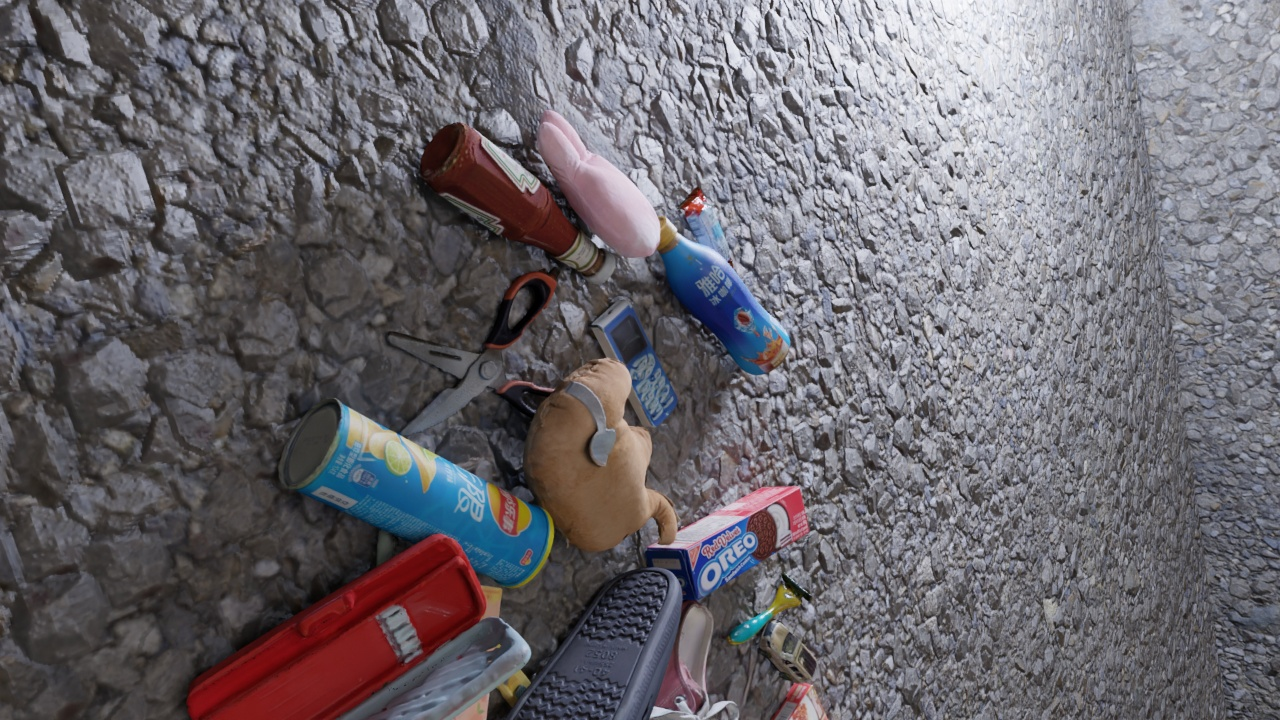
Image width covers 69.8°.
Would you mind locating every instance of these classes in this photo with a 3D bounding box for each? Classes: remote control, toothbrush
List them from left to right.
[{"bbox_3d":[-0.193,0.223,0.695,0.029,0.020,0.189,42,47,-82],"label":"toothbrush"},{"bbox_3d":[-0.005,0.005,0.900,0.048,0.024,0.125,-45,119,-38],"label":"remote control"}]

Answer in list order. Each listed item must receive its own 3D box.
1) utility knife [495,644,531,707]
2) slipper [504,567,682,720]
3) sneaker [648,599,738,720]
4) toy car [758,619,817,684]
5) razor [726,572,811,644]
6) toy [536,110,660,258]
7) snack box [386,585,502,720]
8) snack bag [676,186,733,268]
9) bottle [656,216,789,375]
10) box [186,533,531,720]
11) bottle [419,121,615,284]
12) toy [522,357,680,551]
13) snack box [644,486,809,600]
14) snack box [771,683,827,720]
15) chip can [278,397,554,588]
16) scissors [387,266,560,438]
[{"bbox_3d":[-0.110,0.280,0.784,0.179,0.019,0.030,56,45,-21],"label":"utility knife"},{"bbox_3d":[-0.029,0.293,0.783,0.267,0.111,0.083,-52,128,-48],"label":"slipper"},{"bbox_3d":[0.020,0.333,0.857,0.118,0.088,0.240,50,53,-31],"label":"sneaker"},{"bbox_3d":[0.168,0.332,1.049,0.090,0.035,0.042,50,52,-28],"label":"toy car"},{"bbox_3d":[0.138,0.284,1.024,0.132,0.043,0.028,-23,145,-42],"label":"razor"},{"bbox_3d":[-0.040,-0.158,0.837,0.159,0.054,0.121,47,17,-21],"label":"toy"},{"bbox_3d":[-0.154,0.250,0.705,0.084,0.026,0.157,24,67,-49],"label":"snack box"},{"bbox_3d":[0.075,-0.134,0.992,0.105,0.026,0.045,62,40,-24],"label":"snack bag"},{"bbox_3d":[0.078,-0.068,0.963,0.218,0.065,0.065,43,58,-34],"label":"bottle"},{"bbox_3d":[-0.185,0.208,0.609,0.200,0.100,0.095,-31,111,-24],"label":"box"},{"bbox_3d":[-0.097,-0.126,0.794,0.206,0.060,0.059,34,64,-44],"label":"bottle"},{"bbox_3d":[-0.031,0.108,0.826,0.143,0.083,0.226,-46,134,-27],"label":"toy"},{"bbox_3d":[0.095,0.189,0.968,0.207,0.058,0.057,-16,96,-45],"label":"snack box"},{"bbox_3d":[0.200,0.461,1.078,0.075,0.026,0.153,-40,115,-39],"label":"snack box"},{"bbox_3d":[-0.163,0.105,0.698,0.210,0.071,0.071,37,62,-37],"label":"chip can"},{"bbox_3d":[-0.118,0.007,0.792,0.224,0.015,0.189,-52,123,-33],"label":"scissors"}]
